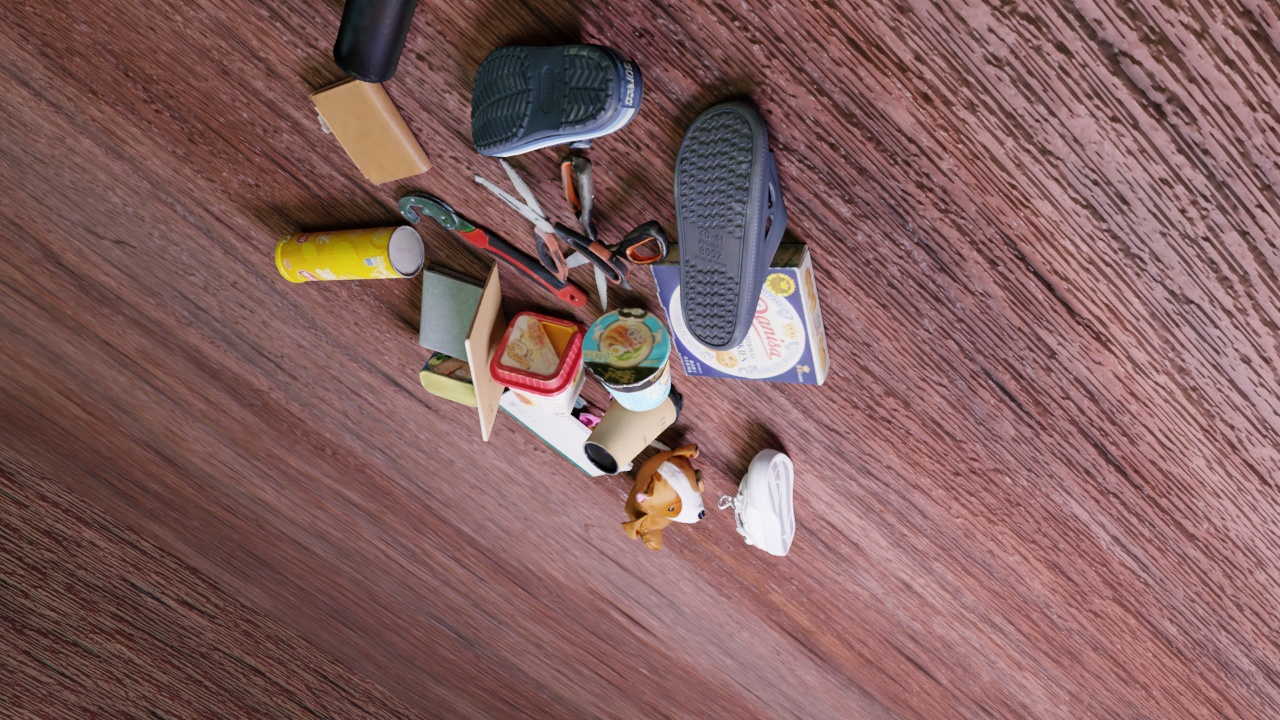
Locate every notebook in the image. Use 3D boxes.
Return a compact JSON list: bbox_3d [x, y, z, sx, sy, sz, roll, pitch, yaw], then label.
[{"bbox_3d":[-0.123,0.110,1.411,0.209,0.012,0.151,39,154,-14],"label":"notebook"},{"bbox_3d":[-0.203,-0.009,1.240,0.008,0.147,0.208,7,139,5],"label":"notebook"}]

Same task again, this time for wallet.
[{"bbox_3d":[-0.257,-0.064,1.287,0.106,0.036,0.130,19,126,7],"label":"wallet"},{"bbox_3d":[-0.324,-0.275,1.100,0.108,0.031,0.132,-7,130,31],"label":"wallet"}]

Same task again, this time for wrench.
[{"bbox_3d":[-0.188,-0.143,1.183,0.273,0.016,0.056,29,143,-3],"label":"wrench"}]

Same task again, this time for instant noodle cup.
[{"bbox_3d":[-0.007,0.007,1.177,0.111,0.111,0.120,12,158,17],"label":"instant noodle cup"},{"bbox_3d":[-0.131,0.011,1.260,0.116,0.116,0.124,14,153,15],"label":"instant noodle cup"}]

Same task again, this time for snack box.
[{"bbox_3d":[0.119,-0.054,1.086,0.183,0.045,0.178,4,135,27],"label":"snack box"}]

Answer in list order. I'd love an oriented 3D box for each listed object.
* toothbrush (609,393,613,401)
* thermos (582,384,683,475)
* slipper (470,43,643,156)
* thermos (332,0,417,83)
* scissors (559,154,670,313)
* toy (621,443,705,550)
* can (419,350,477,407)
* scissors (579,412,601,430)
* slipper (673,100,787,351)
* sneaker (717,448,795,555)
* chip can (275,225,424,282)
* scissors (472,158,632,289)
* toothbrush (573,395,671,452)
[{"bbox_3d":[-0.032,-0.001,1.259,0.018,0.014,0.190,30,143,12],"label":"toothbrush"},{"bbox_3d":[-0.012,0.086,1.253,0.093,0.142,0.093,27,143,22],"label":"thermos"},{"bbox_3d":[-0.081,-0.266,0.929,0.253,0.095,0.105,5,97,48],"label":"slipper"},{"bbox_3d":[-0.238,-0.376,0.904,0.090,0.068,0.243,37,141,-6],"label":"thermos"},{"bbox_3d":[-0.046,-0.139,1.073,0.232,0.021,0.221,13,134,44],"label":"scissors"},{"bbox_3d":[0.038,0.202,1.355,0.130,0.139,0.200,33,149,19],"label":"toy"},{"bbox_3d":[-0.261,0.013,1.347,0.102,0.083,0.057,16,140,13],"label":"can"},{"bbox_3d":[-0.081,0.106,1.393,0.134,0.017,0.134,33,154,-16],"label":"scissors"},{"bbox_3d":[0.097,-0.142,0.970,0.111,0.083,0.269,23,125,36],"label":"slipper"},{"bbox_3d":[0.166,0.197,1.320,0.091,0.089,0.242,13,146,23],"label":"sneaker"},{"bbox_3d":[-0.400,-0.144,1.258,0.214,0.071,0.072,1,135,27],"label":"chip can"},{"bbox_3d":[-0.101,-0.149,1.062,0.189,0.015,0.223,23,157,31],"label":"scissors"},{"bbox_3d":[-0.031,0.098,1.365,0.187,0.017,0.016,31,141,-5],"label":"toothbrush"}]
